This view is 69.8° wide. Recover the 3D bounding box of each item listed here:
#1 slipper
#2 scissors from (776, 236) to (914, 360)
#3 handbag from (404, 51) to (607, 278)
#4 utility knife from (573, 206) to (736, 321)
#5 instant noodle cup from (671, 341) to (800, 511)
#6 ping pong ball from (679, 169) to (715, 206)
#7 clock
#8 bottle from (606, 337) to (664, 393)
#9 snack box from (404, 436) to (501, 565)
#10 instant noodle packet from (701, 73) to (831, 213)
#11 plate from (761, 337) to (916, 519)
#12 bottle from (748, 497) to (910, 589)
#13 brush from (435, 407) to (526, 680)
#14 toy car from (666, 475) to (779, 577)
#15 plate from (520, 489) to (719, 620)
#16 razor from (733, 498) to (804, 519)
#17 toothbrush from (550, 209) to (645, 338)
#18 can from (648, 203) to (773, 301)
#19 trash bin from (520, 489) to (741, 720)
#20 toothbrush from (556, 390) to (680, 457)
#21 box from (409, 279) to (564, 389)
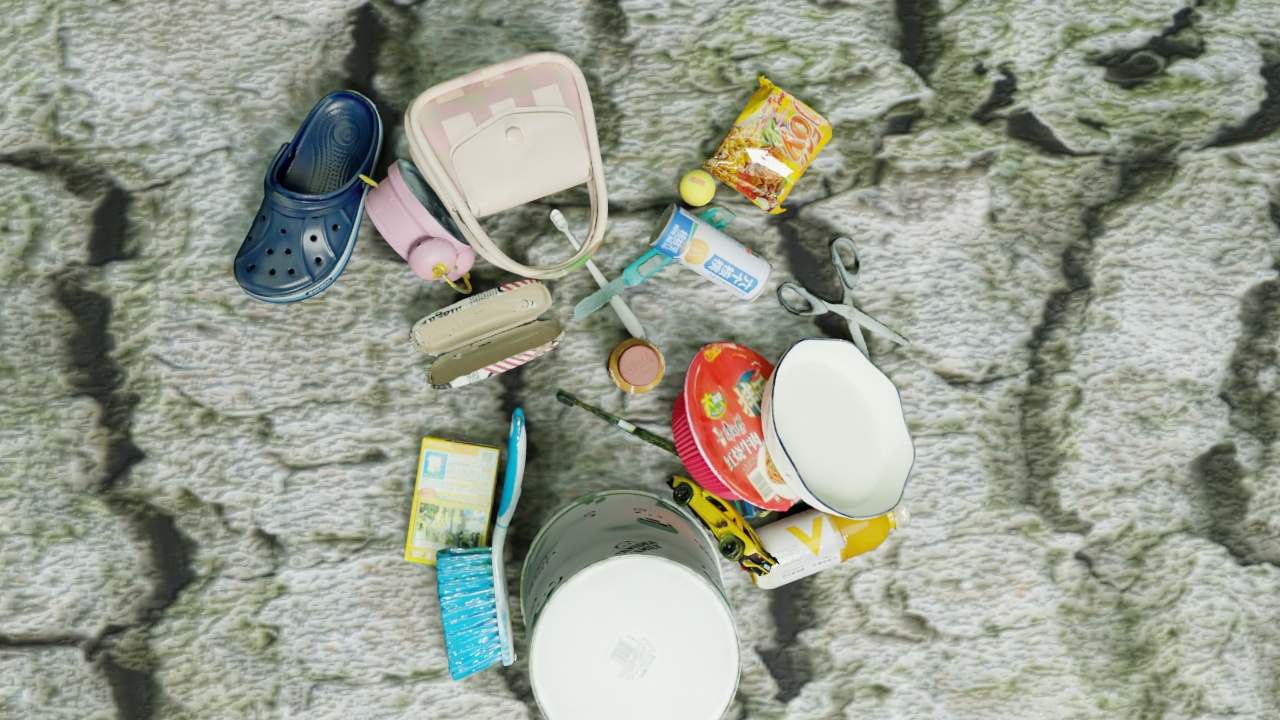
[{"bbox_3d":[-0.353,-0.177,0.992,0.105,0.095,0.252,25,85,0],"label":"slipper"},{"bbox_3d":[0.237,-0.057,1.060,0.159,0.014,0.181,-4,91,-3],"label":"scissors"},{"bbox_3d":[-0.127,-0.197,0.982,0.193,0.093,0.234,-23,88,-15],"label":"handbag"},{"bbox_3d":[0.015,-0.111,1.042,0.222,0.013,0.029,-35,95,-7],"label":"utility knife"},{"bbox_3d":[0.102,0.079,0.991,0.066,0.193,0.194,-34,92,40],"label":"instant noodle cup"},{"bbox_3d":[0.064,-0.195,1.037,0.040,0.040,0.040,0,90,-3],"label":"ping pong ball"},{"bbox_3d":[-0.230,-0.138,0.987,0.060,0.117,0.158,-37,89,7],"label":"clock"},{"bbox_3d":[-0.006,0.006,0.966,0.057,0.175,0.057,0,89,-4],"label":"bottle"},{"bbox_3d":[-0.209,0.159,1.027,0.087,0.034,0.140,8,88,-3],"label":"snack box"},{"bbox_3d":[0.149,-0.244,1.042,0.111,0.044,0.128,34,88,-7],"label":"instant noodle packet"},{"bbox_3d":[0.211,0.074,0.997,0.204,0.046,0.204,14,62,-29],"label":"plate"},{"bbox_3d":[0.208,0.197,1.030,0.189,0.068,0.068,-19,91,-3],"label":"bottle"},{"bbox_3d":[-0.165,0.199,0.975,0.109,0.060,0.315,-4,111,-5],"label":"brush"},{"bbox_3d":[0.086,0.174,0.991,0.041,0.071,0.156,-47,53,0],"label":"toy car"},{"bbox_3d":[-0.022,0.262,1.039,0.230,0.027,0.230,0,90,-4],"label":"plate"},{"bbox_3d":[0.177,0.156,1.053,0.142,0.022,0.042,-10,46,-6],"label":"razor"},{"bbox_3d":[-0.048,-0.096,1.044,0.016,0.016,0.180,-35,92,-6],"label":"toothbrush"},{"bbox_3d":[0.079,-0.118,1.021,0.134,0.053,0.053,29,88,-15],"label":"can"},{"bbox_3d":[-0.011,0.257,0.899,0.229,0.252,0.229,0,89,-4],"label":"trash bin"},{"bbox_3d":[-0.011,0.079,1.044,0.186,0.017,0.012,25,101,-3],"label":"toothbrush"},{"bbox_3d":[-0.171,-0.034,1.008,0.162,0.076,0.087,-22,118,-1],"label":"box"}]
